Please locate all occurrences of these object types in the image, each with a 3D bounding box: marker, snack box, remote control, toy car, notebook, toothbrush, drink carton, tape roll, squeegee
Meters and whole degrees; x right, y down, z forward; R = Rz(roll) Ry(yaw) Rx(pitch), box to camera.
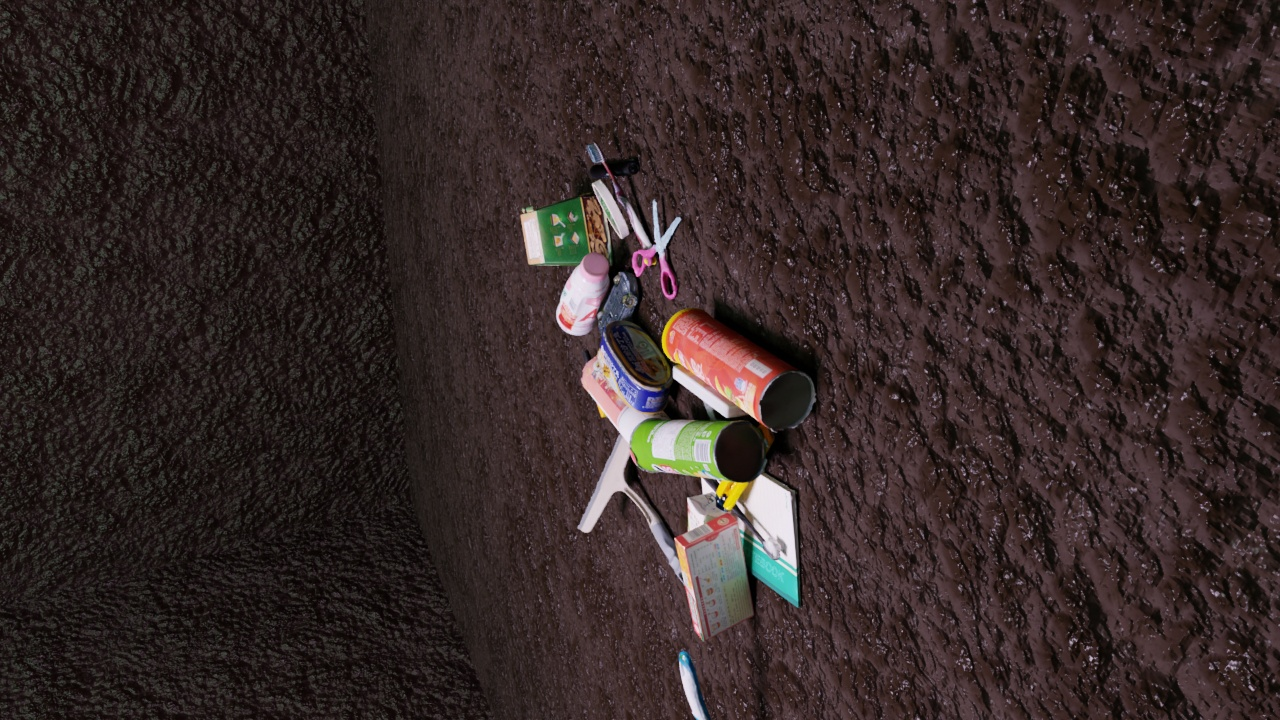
[{"bbox_3d":[-0.075,0.038,1.520,0.018,0.015,0.123,120,135,-56],"label":"marker"},{"bbox_3d":[-0.117,-0.189,1.388,0.118,0.105,0.117,-171,70,-66],"label":"snack box"},{"bbox_3d":[0.091,0.031,1.081,0.135,0.056,0.019,36,132,56],"label":"remote control"},{"bbox_3d":[-0.030,-0.074,1.333,0.054,0.036,0.121,-113,35,-41],"label":"toy car"},{"bbox_3d":[0.131,0.192,1.126,0.209,0.012,0.150,26,125,61],"label":"notebook"},{"bbox_3d":[-0.037,-0.267,1.277,0.132,0.020,0.022,18,100,63],"label":"marker"},{"bbox_3d":[-0.027,-0.218,1.246,0.187,0.017,0.016,63,159,11],"label":"toothbrush"},{"bbox_3d":[0.117,0.179,1.114,0.181,0.015,0.018,46,136,49],"label":"toothbrush"},{"bbox_3d":[0.089,0.233,1.167,0.053,0.045,0.123,-139,42,-61],"label":"drink carton"},{"bbox_3d":[-0.041,-0.211,1.275,0.086,0.014,0.086,61,178,3],"label":"tape roll"},{"bbox_3d":[0.093,0.268,1.130,0.027,0.077,0.156,40,147,55],"label":"snack box"},{"bbox_3d":[0.017,0.245,1.379,0.246,0.039,0.247,49,126,39],"label":"squeegee"}]

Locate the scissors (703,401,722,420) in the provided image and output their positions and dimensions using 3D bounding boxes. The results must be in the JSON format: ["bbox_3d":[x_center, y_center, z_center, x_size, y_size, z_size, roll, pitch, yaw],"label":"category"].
[{"bbox_3d":[0.091,0.055,1.138,0.141,0.014,0.173,-163,73,-64],"label":"scissors"}]

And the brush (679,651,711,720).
[{"bbox_3d":[0.113,0.502,1.192,0.060,0.109,0.315,-151,52,-64],"label":"brush"}]

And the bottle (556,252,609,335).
[{"bbox_3d":[-0.082,-0.102,1.373,0.197,0.068,0.068,120,134,-66],"label":"bottle"}]

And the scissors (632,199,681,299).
[{"bbox_3d":[0.028,-0.138,1.192,0.124,0.017,0.134,61,145,16],"label":"scissors"}]

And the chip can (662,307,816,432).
[{"bbox_3d":[0.104,0.005,1.021,0.216,0.073,0.073,37,134,57],"label":"chip can"}]

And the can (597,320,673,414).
[{"bbox_3d":[-0.008,0.007,1.275,0.148,0.074,0.049,57,146,39],"label":"can"}]

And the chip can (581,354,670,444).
[{"bbox_3d":[-0.015,0.070,1.324,0.214,0.071,0.071,-133,38,-51],"label":"chip can"}]

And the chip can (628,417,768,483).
[{"bbox_3d":[0.063,0.105,1.095,0.236,0.072,0.072,-8,94,66],"label":"chip can"}]

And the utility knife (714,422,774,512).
[{"bbox_3d":[0.126,0.110,1.059,0.033,0.015,0.198,58,140,35],"label":"utility knife"}]
